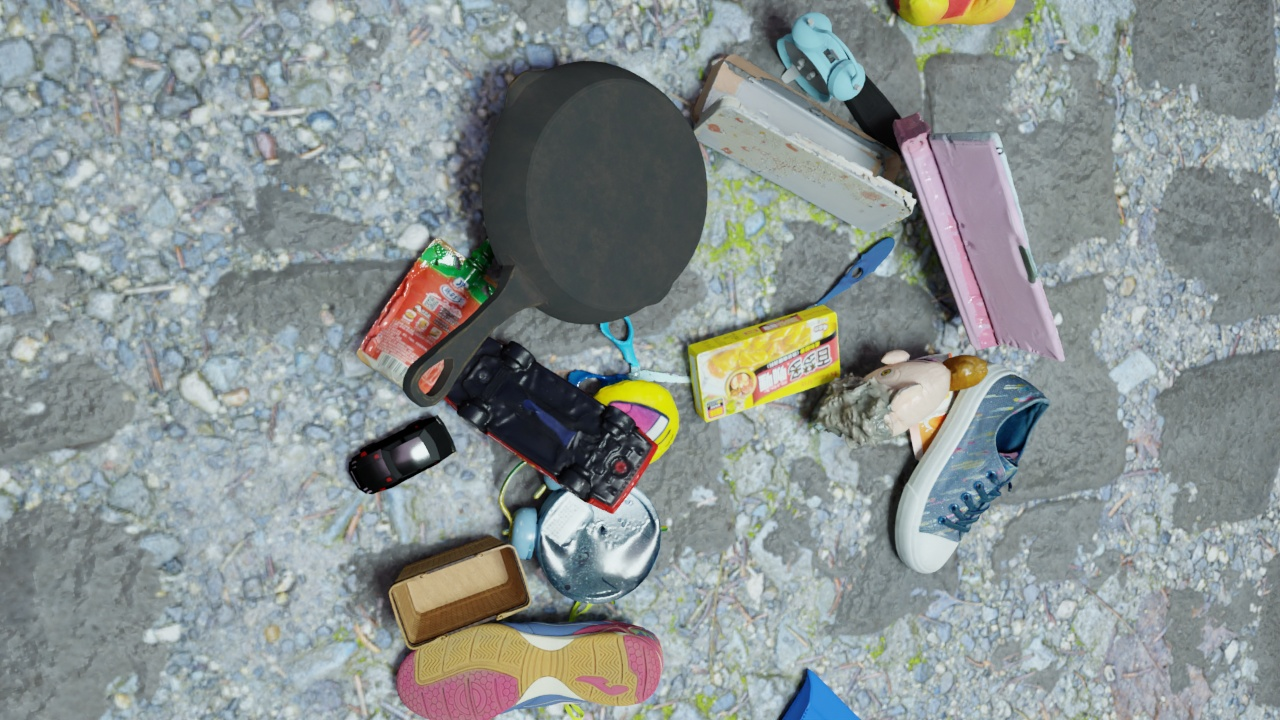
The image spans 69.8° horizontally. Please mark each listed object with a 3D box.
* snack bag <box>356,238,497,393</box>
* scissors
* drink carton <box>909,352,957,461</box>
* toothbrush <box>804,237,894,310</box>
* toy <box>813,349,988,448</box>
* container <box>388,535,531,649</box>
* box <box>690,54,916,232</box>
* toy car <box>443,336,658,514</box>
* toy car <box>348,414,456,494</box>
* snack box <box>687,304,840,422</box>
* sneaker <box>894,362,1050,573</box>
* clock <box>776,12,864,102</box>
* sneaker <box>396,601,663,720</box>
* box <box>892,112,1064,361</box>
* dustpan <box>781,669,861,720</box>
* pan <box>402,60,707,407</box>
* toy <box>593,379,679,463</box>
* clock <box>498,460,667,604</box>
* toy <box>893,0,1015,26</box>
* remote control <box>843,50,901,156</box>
[{"bbox_3d":[-0.173,-0.044,0.805,0.087,0.044,0.155,38,79,-22],"label":"snack bag"},{"bbox_3d":[-0.011,0.021,0.876,0.110,0.015,0.132,-46,112,-10],"label":"scissors"},{"bbox_3d":[0.311,0.060,0.972,0.069,0.039,0.122,-21,108,-15],"label":"drink carton"},{"bbox_3d":[0.212,-0.083,0.931,0.132,0.016,0.021,-41,98,-9],"label":"toothbrush"},{"bbox_3d":[0.250,0.029,0.891,0.176,0.132,0.076,-22,93,3],"label":"toy"},{"bbox_3d":[-0.162,0.201,0.818,0.114,0.061,0.063,-18,101,-13],"label":"container"},{"bbox_3d":[0.157,-0.209,0.874,0.216,0.095,0.107,25,61,-18],"label":"box"},{"bbox_3d":[-0.081,0.054,0.807,0.189,0.056,0.081,33,75,9],"label":"toy car"},{"bbox_3d":[-0.210,0.085,0.805,0.091,0.036,0.042,-27,103,-13],"label":"toy car"},{"bbox_3d":[0.123,0.002,0.897,0.152,0.025,0.075,-17,117,-15],"label":"snack box"},{"bbox_3d":[0.341,0.120,0.945,0.087,0.079,0.235,18,98,-34],"label":"sneaker"},{"bbox_3d":[0.165,-0.275,0.841,0.042,0.123,0.087,-41,106,1],"label":"clock"},{"bbox_3d":[-0.099,0.287,0.848,0.242,0.091,0.116,-3,91,2],"label":"sneaker"},{"bbox_3d":[0.307,-0.112,0.865,0.059,0.179,0.233,-26,111,3],"label":"box"},{"bbox_3d":[0.174,0.502,0.960,0.257,0.059,0.245,-45,106,-7],"label":"dustpan"},{"bbox_3d":[-0.065,-0.095,0.772,0.355,0.043,0.249,-50,125,-20],"label":"pan"},{"bbox_3d":[-0.010,0.060,0.857,0.095,0.041,0.094,-40,118,7],"label":"toy"},{"bbox_3d":[-0.056,0.152,0.849,0.162,0.060,0.118,41,82,-16],"label":"clock"},{"bbox_3d":[0.292,-0.431,0.878,0.147,0.099,0.216,-9,100,-27],"label":"toy"},{"bbox_3d":[0.229,-0.257,0.921,0.039,0.010,0.125,-45,106,-9],"label":"remote control"}]
